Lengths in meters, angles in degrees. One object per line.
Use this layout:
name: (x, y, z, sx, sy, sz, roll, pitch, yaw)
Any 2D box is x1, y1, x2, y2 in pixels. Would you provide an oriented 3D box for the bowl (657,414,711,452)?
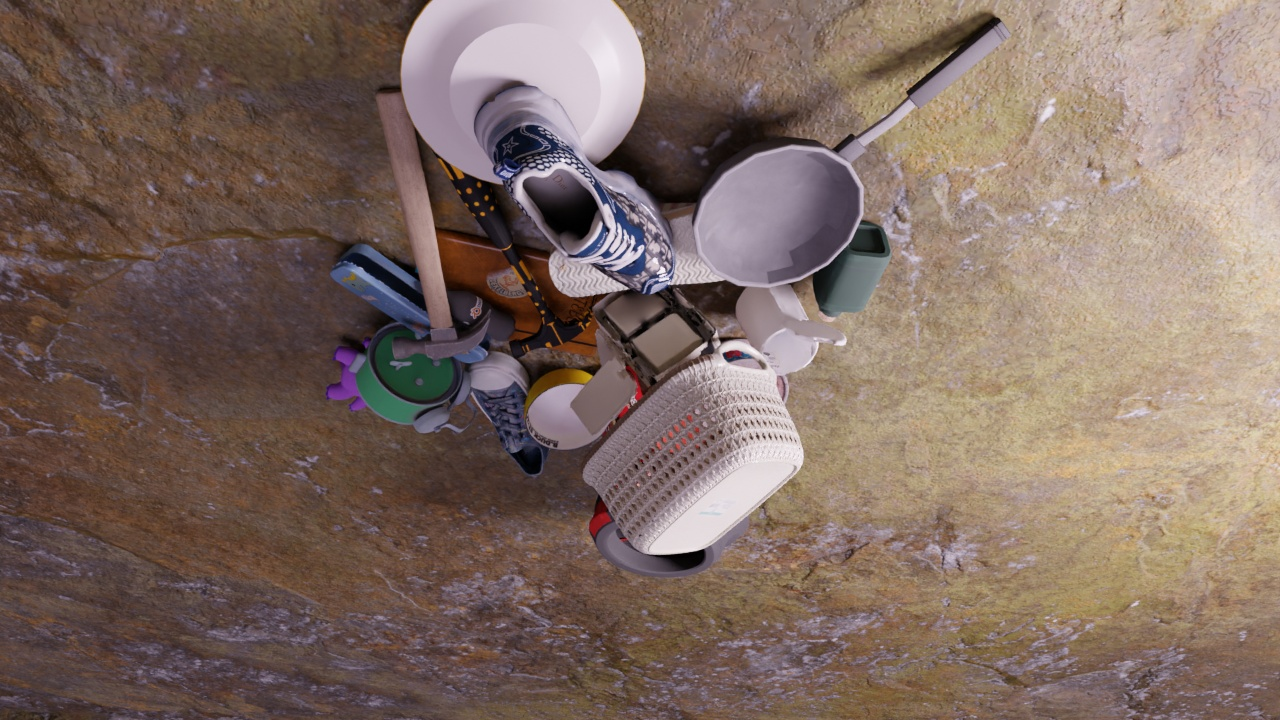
bowl: (0.052, 0.085, 1.311, 0.122, 0.035, 0.122, 1, 142, 0)

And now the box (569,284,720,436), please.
box: (-0.002, -0.005, 1.072, 0.186, 0.145, 0.095, -46, 141, 10)

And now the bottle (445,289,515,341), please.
bottle: (-0.202, -0.059, 1.106, 0.110, 0.036, 0.036, 30, 134, -31)

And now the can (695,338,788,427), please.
can: (0.127, 0.036, 1.213, 0.130, 0.044, 0.130, -5, 130, -7)

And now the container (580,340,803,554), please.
container: (0.062, 0.109, 1.038, 0.184, 0.142, 0.247, 8, 135, -45)

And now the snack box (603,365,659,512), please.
snack box: (-0.017, 0.108, 1.245, 0.035, 0.152, 0.133, -6, 143, -13)

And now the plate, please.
plate: (-0.108, -0.255, 0.862, 0.229, 0.021, 0.230, -6, 137, -5)

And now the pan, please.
pan: (0.202, -0.206, 0.909, 0.358, 0.041, 0.178, -38, 131, 25)

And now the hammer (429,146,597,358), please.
hammer: (-0.147, -0.131, 1.019, 0.123, 0.036, 0.321, -24, 133, 2)

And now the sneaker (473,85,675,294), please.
sneaker: (-0.052, -0.132, 0.883, 0.103, 0.132, 0.269, -32, 131, 19)

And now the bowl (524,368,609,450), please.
bowl: (-0.101, 0.057, 1.243, 0.117, 0.067, 0.117, -7, 128, -9)

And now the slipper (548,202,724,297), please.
slipper: (0.028, -0.128, 1.025, 0.263, 0.052, 0.115, -10, 138, 1)

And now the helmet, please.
helmet: (0.044, 0.221, 1.377, 0.264, 0.169, 0.165, 24, 129, -22)

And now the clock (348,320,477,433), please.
clock: (-0.277, 0.027, 1.162, 0.161, 0.121, 0.076, 40, 133, -7)

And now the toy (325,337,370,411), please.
toy: (-0.365, 0.020, 1.222, 0.088, 0.056, 0.106, 14, 106, -12)

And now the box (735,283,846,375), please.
box: (0.170, -0.035, 1.062, 0.084, 0.162, 0.112, 9, 130, -24)

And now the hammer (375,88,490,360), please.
hammer: (-0.238, -0.136, 1.001, 0.119, 0.030, 0.332, -4, 127, -2)

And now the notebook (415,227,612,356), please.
notebook: (-0.160, -0.075, 1.129, 0.249, 0.014, 0.179, 11, 141, -13)

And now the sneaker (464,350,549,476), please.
sneaker: (-0.184, 0.080, 1.276, 0.087, 0.079, 0.236, -8, 141, 11)

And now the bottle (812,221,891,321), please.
bottle: (0.235, -0.094, 1.058, 0.061, 0.061, 0.131, 4, 142, -8)

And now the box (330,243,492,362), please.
box: (-0.277, -0.056, 1.106, 0.066, 0.049, 0.209, -27, 127, 38)
